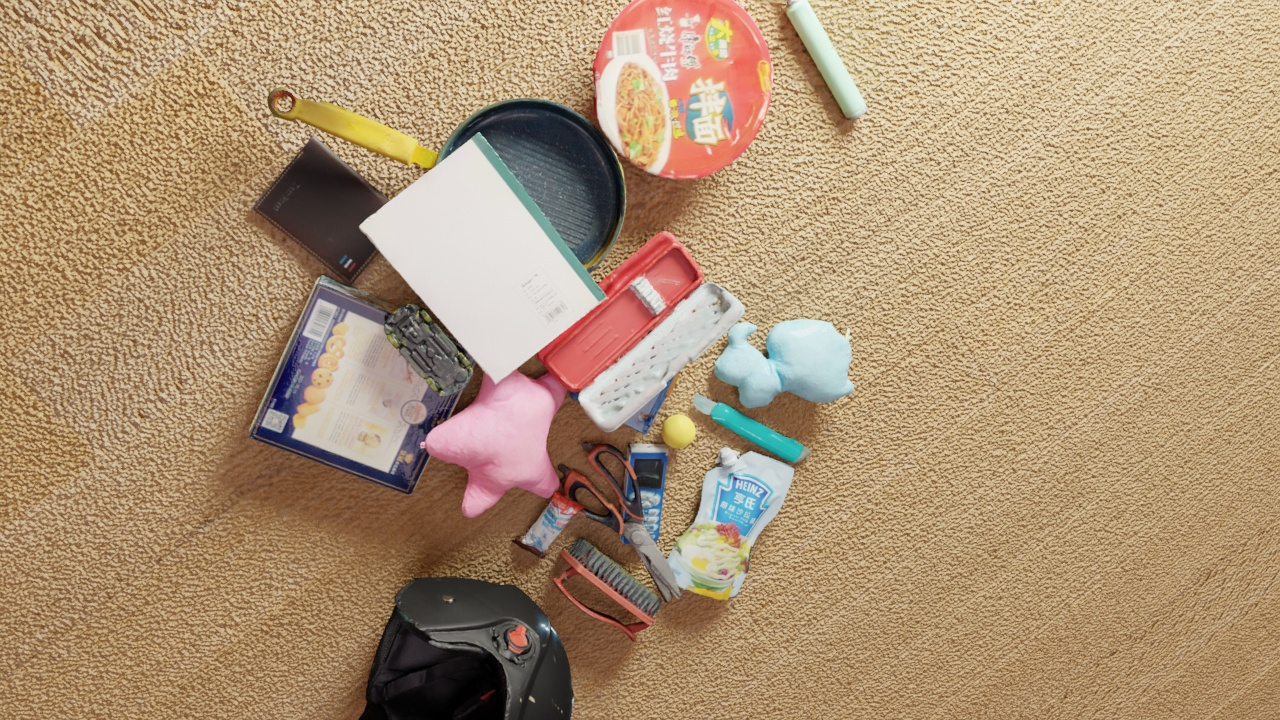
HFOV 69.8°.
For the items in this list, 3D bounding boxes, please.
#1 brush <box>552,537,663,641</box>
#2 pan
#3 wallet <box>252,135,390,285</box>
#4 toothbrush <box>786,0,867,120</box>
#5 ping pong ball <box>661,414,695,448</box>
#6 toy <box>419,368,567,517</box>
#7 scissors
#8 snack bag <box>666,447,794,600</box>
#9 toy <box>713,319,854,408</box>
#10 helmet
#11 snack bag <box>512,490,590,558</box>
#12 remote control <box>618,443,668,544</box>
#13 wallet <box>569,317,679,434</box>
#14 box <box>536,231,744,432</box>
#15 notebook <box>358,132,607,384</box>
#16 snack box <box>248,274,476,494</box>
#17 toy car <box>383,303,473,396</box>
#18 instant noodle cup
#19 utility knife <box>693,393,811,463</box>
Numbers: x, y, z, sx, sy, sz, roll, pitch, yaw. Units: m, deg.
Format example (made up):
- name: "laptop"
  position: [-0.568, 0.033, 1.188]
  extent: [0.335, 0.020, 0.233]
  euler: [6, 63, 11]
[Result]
- name: "brush"
  position: [-0.038, 0.282, 1.107]
  extent: [0.146, 0.063, 0.069]
  euler: [42, 80, -23]
- name: "pan"
  position: [-0.187, -0.192, 0.919]
  extent: [0.357, 0.078, 0.198]
  euler: [19, 94, -9]
- name: "wallet"
  position: [-0.314, -0.151, 0.933]
  extent: [0.122, 0.020, 0.096]
  euler: [41, 92, -19]
- name: "toothbrush"
  position: [0.185, -0.361, 1.003]
  extent: [0.224, 0.027, 0.027]
  euler: [52, 48, -21]
- name: "ping pong ball"
  position: [0.045, 0.084, 1.084]
  extent: [0.040, 0.040, 0.040]
  euler: [-4, 106, -14]
- name: "toy"
  position: [-0.155, 0.073, 1.000]
  extent: [0.178, 0.075, 0.195]
  euler: [-5, 106, -39]
- name: "scissors"
  position: [-0.023, 0.201, 1.091]
  extent: [0.192, 0.015, 0.207]
  euler: [9, 105, 1]
- name: "snack bag"
  position: [0.110, 0.201, 1.139]
  extent: [0.110, 0.039, 0.191]
  euler: [23, 98, -10]
- name: "toy"
  position: [0.180, 0.002, 1.093]
  extent: [0.156, 0.049, 0.161]
  euler: [-41, 104, 7]
- name: "helmet"
  position: [-0.182, 0.358, 0.985]
  extent: [0.229, 0.275, 0.234]
  euler: [6, 115, -44]
- name: "snack bag"
  position: [-0.105, 0.192, 1.073]
  extent: [0.048, 0.026, 0.104]
  euler: [33, 113, -20]
- name: "remote control"
  position: [0.002, 0.161, 1.103]
  extent: [0.049, 0.024, 0.125]
  euler: [2, 106, -16]
- name: "wallet"
  position: [-0.006, 0.006, 1.050]
  extent: [0.106, 0.040, 0.133]
  euler: [26, 94, -14]
- name: "box"
  position: [-0.002, -0.030, 0.993]
  extent: [0.201, 0.073, 0.154]
  euler: [-42, 71, -2]
- name: "notebook"
  position: [-0.153, -0.098, 0.919]
  extent: [0.150, 0.012, 0.209]
  euler: [-37, 108, 1]
- name: "snack box"
  position: [-0.291, 0.029, 0.975]
  extent: [0.182, 0.046, 0.178]
  euler: [25, 97, -20]
- name: "toy car"
  position: [-0.217, -0.011, 0.941]
  extent: [0.048, 0.032, 0.105]
  euler: [-40, 105, -4]
- name: "instant noodle cup"
  position: [0.037, -0.290, 0.963]
  extent: [0.193, 0.066, 0.194]
  euler: [-4, 107, -15]
- name: "utility knife"
  position: [0.136, 0.083, 1.123]
  extent: [0.179, 0.013, 0.029]
  euler: [29, 93, -21]
